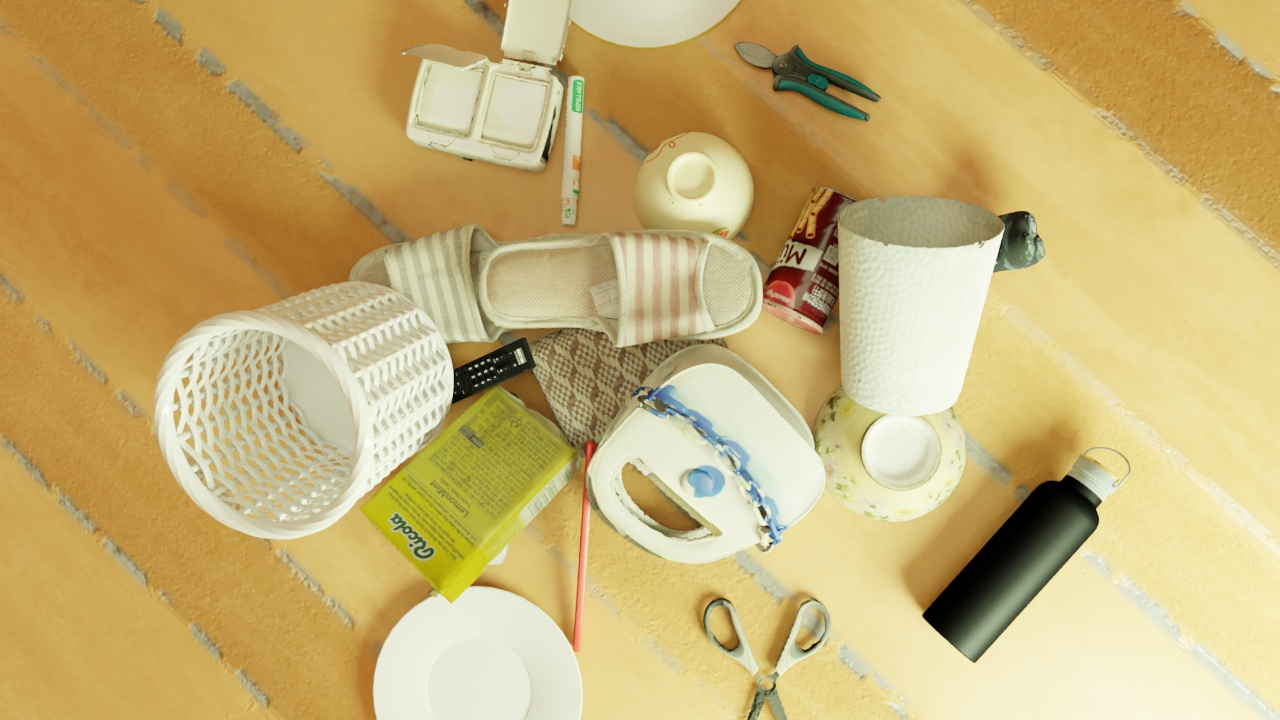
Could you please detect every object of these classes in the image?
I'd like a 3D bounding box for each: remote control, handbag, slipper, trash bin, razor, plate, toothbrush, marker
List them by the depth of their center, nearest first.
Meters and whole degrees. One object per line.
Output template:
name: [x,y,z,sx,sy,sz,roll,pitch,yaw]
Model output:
trash bin: [0.234,-0.047,0.801,0.133,0.133,0.161,1,118,5]
slipper: [-0.021,-0.066,0.832,0.263,0.052,0.115,1,83,7]
handbag: [0.051,0.101,0.836,0.200,0.093,0.200,42,103,-12]
razor: [0.300,-0.090,0.850,0.141,0.063,0.053,-23,107,14]
handbag: [-0.005,0.005,0.883,0.186,0.047,0.124,-24,95,4]
toothbrush: [-0.050,0.181,0.883,0.018,0.012,0.212,3,99,-9]
remote control: [-0.160,0.016,0.886,0.140,0.009,0.030,-23,87,28]
slipper: [-0.153,-0.075,0.895,0.273,0.054,0.114,-4,93,4]
plate: [0.008,-0.423,0.900,0.230,0.021,0.229,0,89,5]
plate: [-0.160,0.326,0.904,0.209,0.015,0.208,0,89,5]
marker: [-0.067,-0.206,0.905,0.017,0.017,0.145,3,89,5]

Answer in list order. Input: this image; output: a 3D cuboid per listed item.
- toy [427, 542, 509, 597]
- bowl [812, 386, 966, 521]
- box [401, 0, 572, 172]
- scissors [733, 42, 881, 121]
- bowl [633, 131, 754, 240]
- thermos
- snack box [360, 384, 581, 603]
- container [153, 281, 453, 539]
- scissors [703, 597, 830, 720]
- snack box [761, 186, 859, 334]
toy: [-0.172,0.185,0.884,0.076,0.062,0.100,35,85,-14]
bowl: [0.235,0.083,0.852,0.145,0.063,0.145,0,89,5]
box: [-0.147,-0.288,0.872,0.143,0.099,0.184,12,90,5]
scissors: [0.164,-0.279,0.887,0.139,0.019,0.136,-23,85,5]
bowl: [0.049,-0.165,0.866,0.118,0.074,0.118,0,89,5]
thermos: [0.359,0.170,0.841,0.061,0.061,0.231,41,92,4]
snack box: [-0.153,0.118,0.858,0.121,0.045,0.180,36,70,24]
container: [-0.286,0.034,0.814,0.189,0.186,0.189,3,104,10]
scissors: [0.121,0.292,0.882,0.157,0.012,0.171,42,92,6]
snack box: [0.164,-0.093,0.857,0.072,0.072,0.121,27,91,5]
